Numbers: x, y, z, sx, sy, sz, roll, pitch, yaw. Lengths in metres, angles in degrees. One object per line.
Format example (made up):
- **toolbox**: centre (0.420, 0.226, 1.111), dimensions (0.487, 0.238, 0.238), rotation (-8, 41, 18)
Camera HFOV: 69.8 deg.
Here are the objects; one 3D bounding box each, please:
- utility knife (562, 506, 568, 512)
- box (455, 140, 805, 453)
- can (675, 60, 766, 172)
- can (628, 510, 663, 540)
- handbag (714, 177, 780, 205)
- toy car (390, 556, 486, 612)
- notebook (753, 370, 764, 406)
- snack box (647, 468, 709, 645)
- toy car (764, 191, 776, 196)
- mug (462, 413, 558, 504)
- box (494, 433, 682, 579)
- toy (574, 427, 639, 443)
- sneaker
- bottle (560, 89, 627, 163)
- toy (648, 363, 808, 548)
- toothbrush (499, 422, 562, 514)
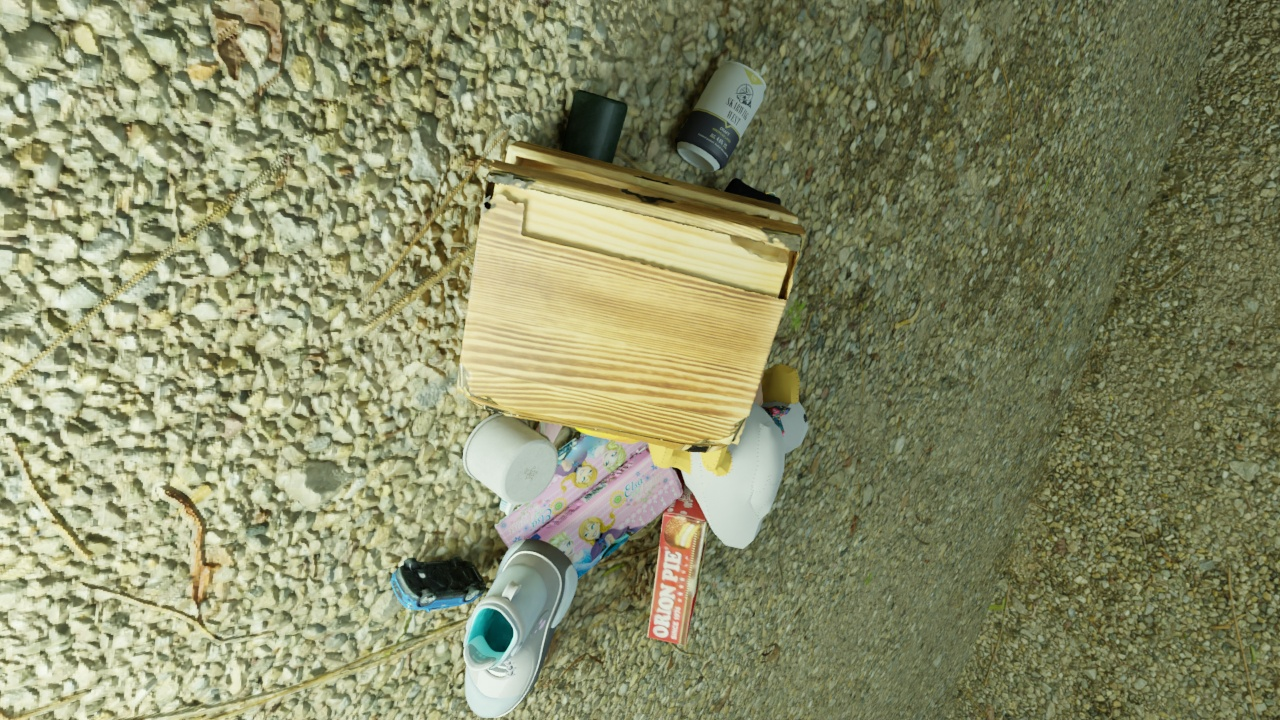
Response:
- **utility knife**: centre (-0.098, 0.256, 1.188), dimensions (0.022, 0.015, 0.169), rotation (-60, 157, -58)
- **box**: centre (-0.018, -0.050, 0.867), dimensions (0.279, 0.176, 0.247), rotation (12, 108, -6)
- **can**: centre (0.095, -0.284, 1.053), dimensions (0.064, 0.064, 0.127), rotation (35, 84, -52)
- **can**: centre (-0.008, 0.194, 1.230), dimensions (0.086, 0.043, 0.086), rotation (-26, 129, -37)
- **handbag**: centre (0.095, -0.141, 1.141), dimensions (0.153, 0.115, 0.125), rotation (-63, 166, -5)
- **toy car**: centre (-0.222, 0.249, 1.007), dimensions (0.044, 0.056, 0.120), rotation (-47, 151, 16)
- **notebook**: centre (0.162, 0.091, 1.358), dimensions (0.141, 0.008, 0.209), rotation (-59, 146, -37)
- **snack box**: centre (0.058, 0.273, 1.286), dimensions (0.113, 0.060, 0.237), rotation (-67, 166, -57)
- **toy car**: centre (0.171, -0.166, 1.222), dimensions (0.047, 0.047, 0.112), rotation (-27, 132, -37)
- **mug**: centre (-0.134, 0.096, 1.008), dimensions (0.113, 0.070, 0.084), rotation (-55, 141, -7)
- **box**: centre (-0.063, 0.171, 1.129), dimensions (0.230, 0.035, 0.159), rotation (-36, 122, -19)
- **toy**: centre (-0.006, 0.006, 1.059), dimensions (0.134, 0.087, 0.193), rotation (65, 48, -76)
- **sneaker**: centre (-0.164, 0.333, 1.034), dimensions (0.257, 0.093, 0.160), rotation (-68, 169, 21)
- **bottle**: centre (-0.062, -0.184, 0.941), dimensions (0.055, 0.055, 0.174), rotation (-1, 113, -49)
- **toy**: centre (0.132, 0.117, 1.181), dimensions (0.267, 0.141, 0.246), rotation (11, 81, -50)
- **toothbrush**: centre (-0.107, 0.078, 1.063), dimensions (0.222, 0.026, 0.027), rotation (-62, 149, -1)
